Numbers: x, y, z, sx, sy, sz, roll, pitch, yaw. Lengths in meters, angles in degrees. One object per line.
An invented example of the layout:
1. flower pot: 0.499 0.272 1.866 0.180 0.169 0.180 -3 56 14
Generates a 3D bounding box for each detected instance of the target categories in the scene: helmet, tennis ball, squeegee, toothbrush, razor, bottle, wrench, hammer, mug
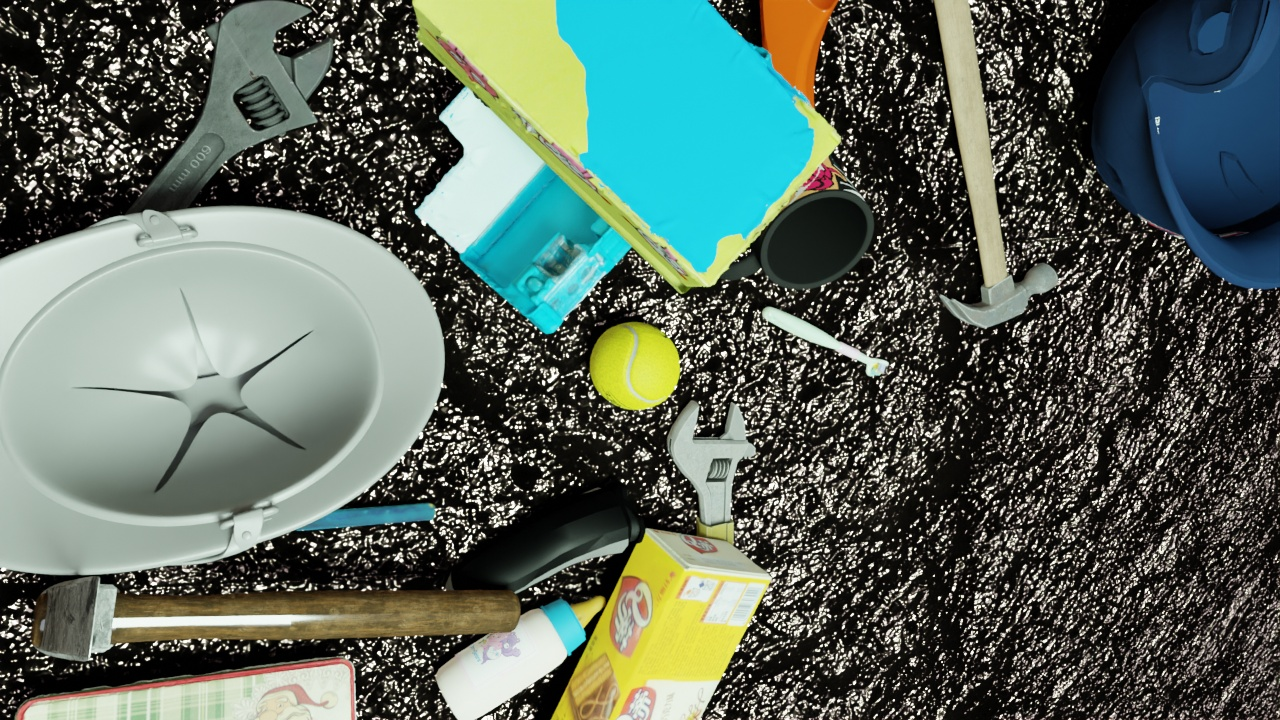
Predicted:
1. helmet: -0.255 0.019 0.522 0.270 0.118 0.183 -16 89 -25
2. tennis ball: -0.004 0.004 0.680 0.065 0.065 0.065 -11 115 -25
3. helmet: 0.501 -0.192 0.774 0.232 0.223 0.272 6 78 -16
4. squeegee: 0.109 -0.244 0.635 0.248 0.055 0.185 -57 149 -36
5. toothbrush: 0.160 -0.016 0.792 0.154 0.015 0.022 22 130 -34
6. razor: -0.212 0.109 0.637 0.143 0.022 0.042 3 110 -30
7. bottle: -0.090 0.230 0.736 0.146 0.051 0.051 -30 121 -15
8. wrench: 0.062 0.157 0.808 0.083 0.018 0.274 -12 115 -24
9. wrench: -0.272 -0.092 0.523 0.073 0.018 0.273 39 91 -36
10. razor: -0.076 0.147 0.711 0.156 0.057 0.060 -19 150 -22
11. hammer: 0.294 -0.172 0.793 0.119 0.031 0.331 -31 122 -15
12. mug: 0.093 -0.104 0.661 0.118 0.098 0.082 -31 135 11
13. hammer: -0.194 0.156 0.563 0.300 0.218 0.037 9 72 -34

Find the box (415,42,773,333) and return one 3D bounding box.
1. box: -0.034 -0.146 0.570 0.226 0.098 0.121 -48 142 -3

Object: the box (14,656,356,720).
1. box: -0.294 0.267 0.609 0.205 0.050 0.117 2 71 -28

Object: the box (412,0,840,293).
1. box: -0.007 -0.153 0.521 0.221 0.081 0.124 41 88 -12

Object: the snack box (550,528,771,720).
1. snack box: 0.008 0.258 0.762 0.110 0.062 0.230 17 102 -42
